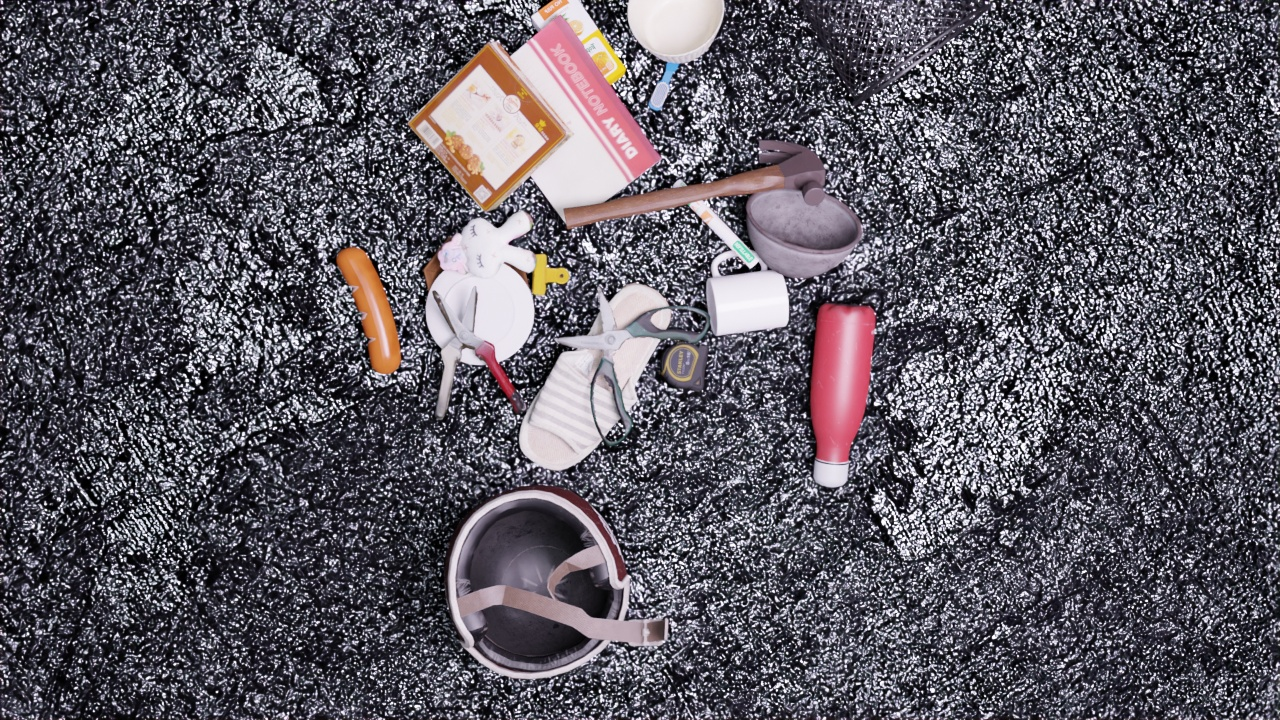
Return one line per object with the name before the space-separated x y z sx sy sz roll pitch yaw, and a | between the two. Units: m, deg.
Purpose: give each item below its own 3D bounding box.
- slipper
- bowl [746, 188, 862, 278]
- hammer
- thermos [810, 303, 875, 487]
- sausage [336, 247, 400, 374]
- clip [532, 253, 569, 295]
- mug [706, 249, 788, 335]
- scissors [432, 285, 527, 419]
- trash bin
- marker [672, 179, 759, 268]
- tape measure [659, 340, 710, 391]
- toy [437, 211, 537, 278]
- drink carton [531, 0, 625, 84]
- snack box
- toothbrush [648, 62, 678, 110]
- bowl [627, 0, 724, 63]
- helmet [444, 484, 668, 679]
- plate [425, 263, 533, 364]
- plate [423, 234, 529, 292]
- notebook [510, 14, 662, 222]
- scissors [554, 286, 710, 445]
slipper | -0.057 0.023 1.182 0.114 0.054 0.272 36 92 -12
bowl | 0.196 -0.152 1.148 0.145 0.144 0.067 7 132 -5
hammer | 0.066 -0.207 1.128 0.323 0.115 0.033 -12 136 -3
thermos | 0.258 0.047 1.194 0.073 0.073 0.240 3 97 -5
sausage | -0.338 -0.063 1.154 0.044 0.039 0.164 -16 98 1
clip | -0.119 -0.110 1.176 0.046 0.048 0.054 7 97 37
mug | 0.133 -0.091 1.175 0.090 0.074 0.110 -8 72 -3
scissors | -0.217 0.006 1.152 0.180 0.015 0.198 -40 112 21
trash bin | 0.273 -0.446 1.088 0.184 0.184 0.210 -35 92 0
marker | 0.095 -0.174 1.163 0.017 0.017 0.145 -43 80 1
tape measure | 0.056 0.006 1.194 0.061 0.034 0.061 11 87 -9
toy | -0.188 -0.138 1.128 0.122 0.038 0.079 -14 93 -8
drink carton | -0.078 -0.390 1.132 0.058 0.040 0.122 -36 98 1
snack box | -0.182 -0.283 1.120 0.147 0.041 0.143 -39 97 17
toothbrush | 0.050 -0.395 1.154 0.016 0.014 0.166 23 94 -7
bowl | 0.046 -0.415 1.118 0.115 0.062 0.115 -1 86 9
helmet | -0.117 0.264 1.101 0.233 0.254 0.233 -20 73 -7
plate | -0.202 -0.061 1.151 0.134 0.011 0.134 0 97 -4
plate | -0.207 -0.099 1.166 0.131 0.025 0.131 0 97 -4
notebook | -0.093 -0.291 1.131 0.153 0.012 0.209 -33 99 22
scissors | -0.007 0.007 1.158 0.201 0.015 0.205 -2 93 -11
